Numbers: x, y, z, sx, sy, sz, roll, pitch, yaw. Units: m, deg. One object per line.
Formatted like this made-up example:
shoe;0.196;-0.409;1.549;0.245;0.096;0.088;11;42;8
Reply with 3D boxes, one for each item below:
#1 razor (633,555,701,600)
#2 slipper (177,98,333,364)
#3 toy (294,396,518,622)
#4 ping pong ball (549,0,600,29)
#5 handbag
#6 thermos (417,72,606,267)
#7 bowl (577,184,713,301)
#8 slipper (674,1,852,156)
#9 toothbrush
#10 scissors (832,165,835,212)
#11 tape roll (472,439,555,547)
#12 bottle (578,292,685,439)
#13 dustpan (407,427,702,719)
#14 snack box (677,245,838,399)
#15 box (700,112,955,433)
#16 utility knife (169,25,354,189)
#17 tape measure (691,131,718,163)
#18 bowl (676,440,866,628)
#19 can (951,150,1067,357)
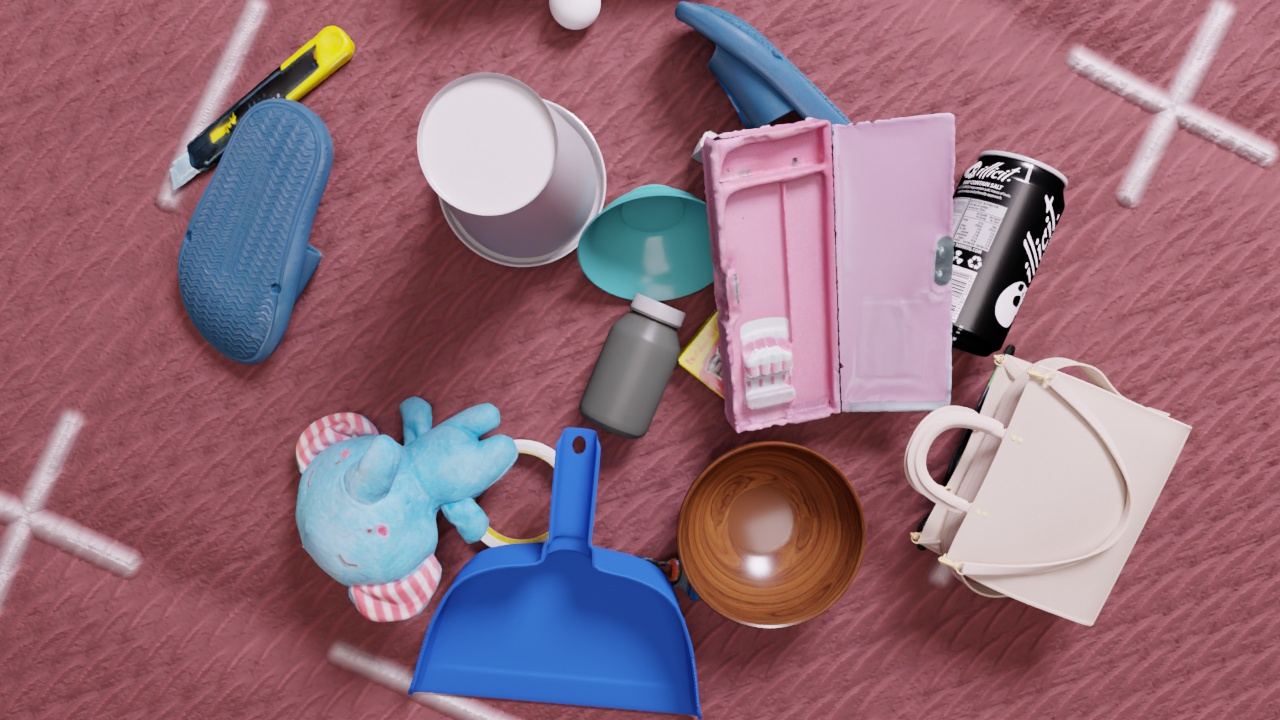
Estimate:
razor;-0.011;0.170;0.768;0.141;0.018;0.044;8;105;0
slipper;-0.298;-0.101;0.720;0.104;0.059;0.214;25;106;6
toy;-0.185;0.096;0.708;0.180;0.115;0.183;-32;64;0
ping pong ball;-0.051;-0.280;0.717;0.040;0.040;0.040;0;95;-1
handbag;0.292;0.088;0.711;0.197;0.101;0.195;21;96;-17
thermos;-0.091;-0.133;0.637;0.131;0.222;0.131;0;95;-1
bowl;0.011;-0.102;0.718;0.121;0.121;0.046;-3;55;-1
slipper;0.104;-0.195;0.698;0.213;0.103;0.059;42;105;-2
toothbrush;0.272;0.073;0.771;0.014;0.017;0.188;24;91;-7
scissors;0.181;-0.106;0.750;0.097;0.020;0.133;13;95;2
tape roll;-0.100;0.113;0.760;0.094;0.019;0.094;0;95;-1
bottle;-0.004;0.004;0.733;0.060;0.060;0.108;22;94;-3
dustpan;-0.058;0.174;0.730;0.245;0.059;0.258;6;102;-2
snack box;0.105;-0.036;0.745;0.075;0.025;0.152;38;97;-4
box;0.140;-0.062;0.684;0.180;0.050;0.233;-6;114;1
utility knife;-0.305;-0.199;0.730;0.186;0.020;0.029;-39;93;3
tape measure;0.073;-0.156;0.719;0.065;0.064;0.017;26;94;-8
bowl;0.100;0.133;0.741;0.147;0.069;0.147;0;94;-2
can;0.270;-0.082;0.721;0.080;0.080;0.146;23;94;-3
